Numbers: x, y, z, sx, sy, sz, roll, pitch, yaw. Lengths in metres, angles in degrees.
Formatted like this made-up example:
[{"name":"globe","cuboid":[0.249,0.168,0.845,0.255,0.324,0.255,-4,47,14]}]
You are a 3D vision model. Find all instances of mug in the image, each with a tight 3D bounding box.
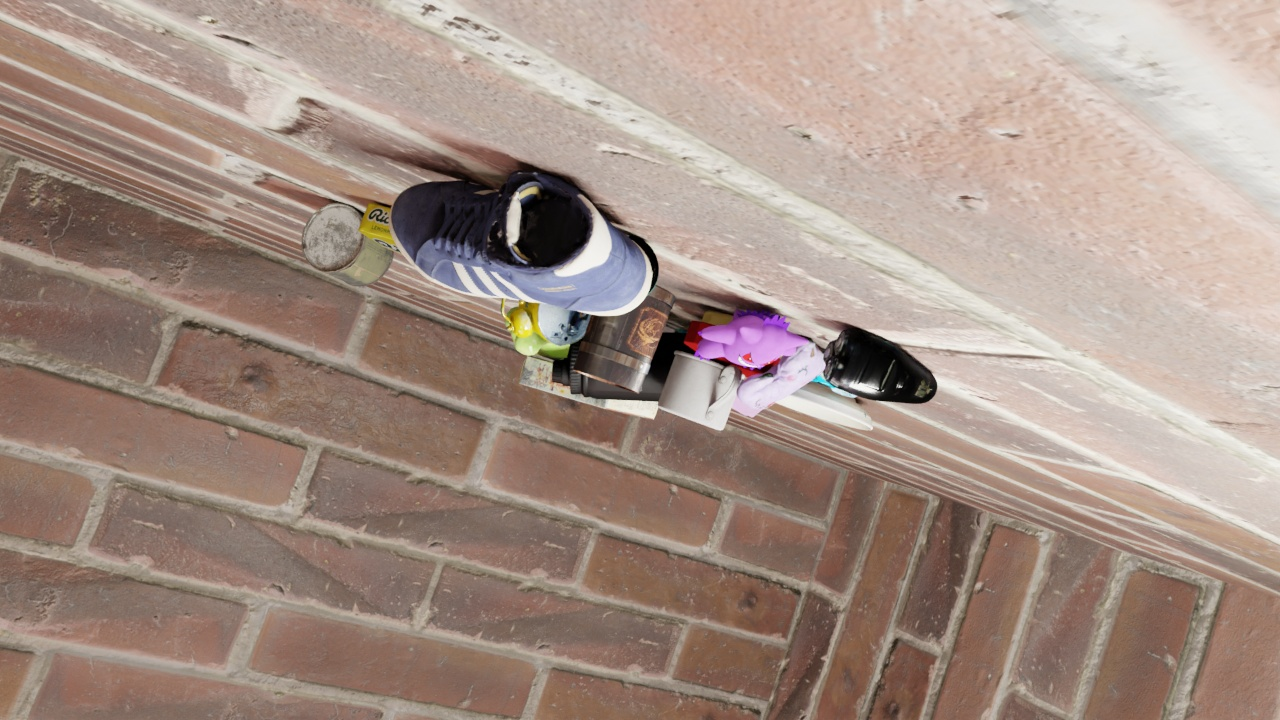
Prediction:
[{"name":"mug","cuboid":[0.073,0.035,1.022,0.084,0.070,0.113,21,177,-23]},{"name":"mug","cuboid":[-0.010,-0.024,0.977,0.080,0.107,0.115,17,175,29]}]

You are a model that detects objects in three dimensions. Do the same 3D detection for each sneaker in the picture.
[{"name":"sneaker","cuboid":[-0.114,-0.095,0.678,0.233,0.091,0.118,20,177,17]}]

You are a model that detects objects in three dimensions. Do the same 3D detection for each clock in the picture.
[{"name":"clock","cuboid":[-0.107,-0.064,1.062,0.118,0.083,0.057,5,-167,-41]}]

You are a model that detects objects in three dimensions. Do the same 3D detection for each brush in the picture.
[{"name":"brush","cuboid":[0.109,-0.014,1.003,0.082,0.042,0.173,18,175,23]}]

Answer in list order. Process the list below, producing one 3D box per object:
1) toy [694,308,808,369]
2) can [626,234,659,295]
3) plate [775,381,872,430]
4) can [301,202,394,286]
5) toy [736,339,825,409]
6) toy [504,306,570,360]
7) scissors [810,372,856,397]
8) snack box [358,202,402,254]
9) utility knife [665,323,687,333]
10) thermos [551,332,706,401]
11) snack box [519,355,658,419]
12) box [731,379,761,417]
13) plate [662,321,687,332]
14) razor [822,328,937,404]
[{"name":"toy","cuboid":[0.105,-0.022,0.857,0.106,0.056,0.088,11,176,-23]},{"name":"can","cuboid":[-0.022,-0.073,0.771,0.055,0.055,0.102,21,176,-13]},{"name":"plate","cuboid":[0.244,0.054,1.299,0.182,0.034,0.182,20,176,1]},{"name":"can","cuboid":[-0.372,-0.146,1.171,0.090,0.090,0.074,18,176,17]},{"name":"toy","cuboid":[0.145,0.016,0.942,0.080,0.100,0.036,25,-149,-58]},{"name":"toy","cuboid":[-0.112,-0.047,1.252,0.150,0.107,0.197,7,-173,-12]},{"name":"scissors","cuboid":[0.224,0.023,1.164,0.118,0.013,0.140,19,178,22]},{"name":"snack box","cuboid":[-0.231,-0.127,1.091,0.121,0.045,0.180,18,175,24]},{"name":"utility knife","cuboid":[0.061,-0.031,1.171,0.022,0.015,0.166,15,176,41]},{"name":"thermos","cuboid":[-0.007,0.007,1.125,0.198,0.086,0.086,3,176,0]},{"name":"snack box","cuboid":[-0.068,0.038,1.269,0.147,0.041,0.143,16,179,29]},{"name":"box","cuboid":[0.078,0.042,1.282,0.214,0.091,0.090,28,-154,-57]},{"name":"plate","cuboid":[0.004,-0.047,1.256,0.178,0.012,0.178,19,176,1]},{"name":"razor","cuboid":[0.220,0.010,0.831,0.151,0.054,0.067,14,-169,-45]}]
